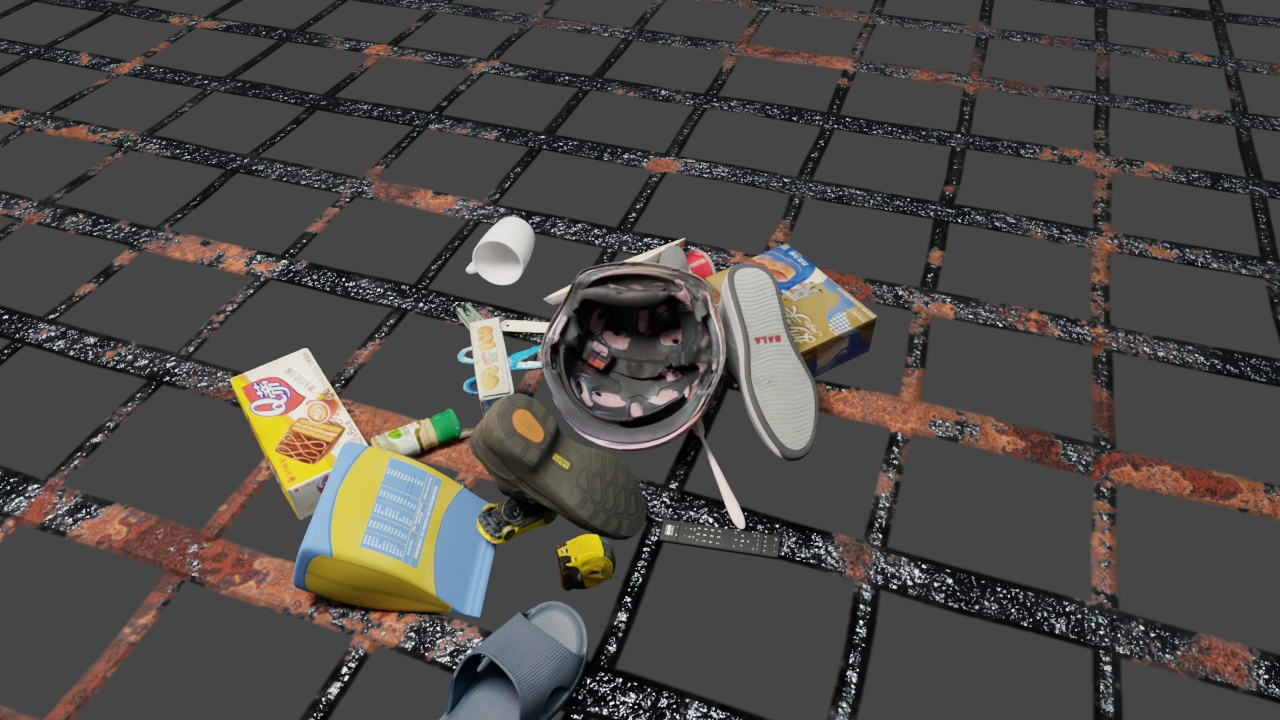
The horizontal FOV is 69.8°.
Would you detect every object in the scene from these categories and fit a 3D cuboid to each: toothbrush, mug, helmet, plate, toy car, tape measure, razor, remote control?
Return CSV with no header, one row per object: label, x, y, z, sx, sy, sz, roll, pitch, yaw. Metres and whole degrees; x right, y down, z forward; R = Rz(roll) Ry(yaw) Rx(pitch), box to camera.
toothbrush,0.097,0.138,1.149,0.015,0.018,0.181,-12,45,-10
mug,-0.224,-0.170,1.448,0.114,0.081,0.087,-19,30,27
helmet,-0.007,0.007,1.184,0.230,0.153,0.255,0,67,3
plate,-0.035,-0.127,1.345,0.187,0.016,0.186,-16,11,41
toy car,-0.143,0.185,1.090,0.106,0.030,0.049,-15,44,-39
tape measure,-0.059,0.226,1.024,0.064,0.066,0.037,-13,42,-13
razor,0.047,-0.083,1.290,0.057,0.156,0.060,-2,2,-1
remote control,0.093,0.210,1.078,0.140,0.009,0.030,7,44,9

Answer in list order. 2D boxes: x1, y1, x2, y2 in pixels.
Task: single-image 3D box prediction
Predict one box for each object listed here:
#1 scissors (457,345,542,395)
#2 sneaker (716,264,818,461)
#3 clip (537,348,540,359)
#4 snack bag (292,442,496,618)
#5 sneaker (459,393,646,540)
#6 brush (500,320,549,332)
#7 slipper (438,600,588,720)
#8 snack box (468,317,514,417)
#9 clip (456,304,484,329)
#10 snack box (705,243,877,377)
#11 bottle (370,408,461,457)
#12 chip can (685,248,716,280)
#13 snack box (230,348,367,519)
scissors,-0.192,0.014,1.292,0.140,0.013,0.114,2,44,1
sneaker,0.150,0.013,1.211,0.096,0.129,0.263,-11,75,-20
clip,-0.125,0.007,1.282,0.060,0.024,0.039,28,51,15
snack bag,-0.267,0.200,1.045,0.205,0.103,0.158,19,43,-12
sneaker,-0.115,0.143,1.065,0.143,0.238,0.100,-24,32,44
brush,-0.100,-0.047,1.351,0.218,0.012,0.033,3,44,5
slipper,-0.144,0.333,0.904,0.101,0.083,0.262,26,50,23
snack box,-0.181,0.045,1.159,0.042,0.145,0.144,-10,44,-9
clip,-0.251,-0.052,1.354,0.078,0.023,0.049,32,52,27
snack box,0.211,-0.067,1.323,0.154,0.069,0.202,-24,48,-21
bottle,-0.288,0.099,1.182,0.111,0.043,0.043,-20,47,-17
chip can,0.001,-0.091,1.333,0.232,0.073,0.073,-26,49,-28
snack box,-0.434,0.089,1.181,0.109,0.062,0.230,-26,49,-23
